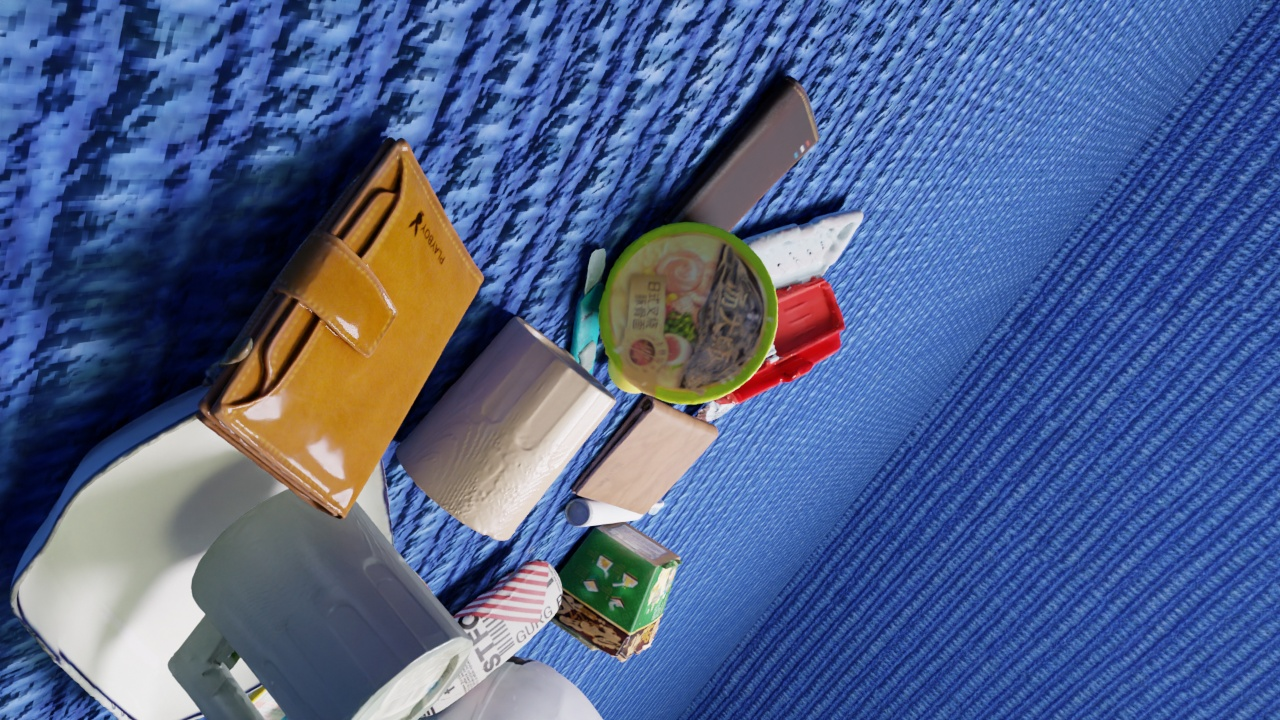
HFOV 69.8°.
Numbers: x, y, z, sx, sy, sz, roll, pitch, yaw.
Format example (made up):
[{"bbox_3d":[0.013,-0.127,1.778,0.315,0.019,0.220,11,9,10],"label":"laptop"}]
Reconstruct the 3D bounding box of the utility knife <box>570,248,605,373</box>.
[{"bbox_3d":[-0.038,-0.011,0.618,0.029,0.013,0.185,-44,160,-33],"label":"utility knife"}]

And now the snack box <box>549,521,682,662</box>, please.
[{"bbox_3d":[-0.026,0.231,0.959,0.105,0.117,0.118,-63,160,5],"label":"snack box"}]

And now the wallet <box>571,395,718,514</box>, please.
[{"bbox_3d":[0.005,0.090,0.833,0.101,0.020,0.115,25,109,-46],"label":"wallet"}]

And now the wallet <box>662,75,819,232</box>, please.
[{"bbox_3d":[0.070,-0.125,0.623,0.122,0.020,0.096,-48,160,6],"label":"wallet"}]

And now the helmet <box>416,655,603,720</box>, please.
[{"bbox_3d":[-0.156,0.353,0.817,0.230,0.146,0.258,-31,177,30],"label":"helmet"}]

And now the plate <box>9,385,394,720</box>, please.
[{"bbox_3d":[-0.202,0.095,0.453,0.161,0.034,0.266,-36,156,-29],"label":"plate"}]

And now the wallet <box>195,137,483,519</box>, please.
[{"bbox_3d":[-0.119,-0.014,0.375,0.119,0.035,0.130,77,36,-61],"label":"wallet"}]

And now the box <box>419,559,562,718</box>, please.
[{"bbox_3d":[-0.145,0.231,0.784,0.161,0.086,0.075,-38,114,-30],"label":"box"}]

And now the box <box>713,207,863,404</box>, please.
[{"bbox_3d":[0.122,-0.053,0.798,0.200,0.069,0.158,-22,123,-47],"label":"box"}]

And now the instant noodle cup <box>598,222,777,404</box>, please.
[{"bbox_3d":[0.040,-0.028,0.619,0.112,0.111,0.123,-51,170,7],"label":"instant noodle cup"}]

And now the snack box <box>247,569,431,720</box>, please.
[{"bbox_3d":[-0.210,0.186,0.606,0.140,0.034,0.087,-41,158,-12],"label":"snack box"}]

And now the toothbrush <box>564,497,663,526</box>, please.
[{"bbox_3d":[-0.017,0.149,0.927,0.026,0.027,0.220,-56,159,7],"label":"toothbrush"}]

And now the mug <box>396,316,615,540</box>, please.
[{"bbox_3d":[-0.077,0.037,0.553,0.103,0.084,0.124,-50,-176,1],"label":"mug"}]

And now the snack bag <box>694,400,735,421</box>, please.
[{"bbox_3d":[0.090,0.033,0.929,0.105,0.026,0.045,-39,167,-19],"label":"snack bag"}]

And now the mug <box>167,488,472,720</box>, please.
[{"bbox_3d":[-0.153,0.135,0.425,0.124,0.103,0.083,-51,160,6],"label":"mug"}]

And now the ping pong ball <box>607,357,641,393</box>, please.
[{"bbox_3d":[-0.004,0.004,0.672,0.040,0.040,0.040,-40,158,-20],"label":"ping pong ball"}]
